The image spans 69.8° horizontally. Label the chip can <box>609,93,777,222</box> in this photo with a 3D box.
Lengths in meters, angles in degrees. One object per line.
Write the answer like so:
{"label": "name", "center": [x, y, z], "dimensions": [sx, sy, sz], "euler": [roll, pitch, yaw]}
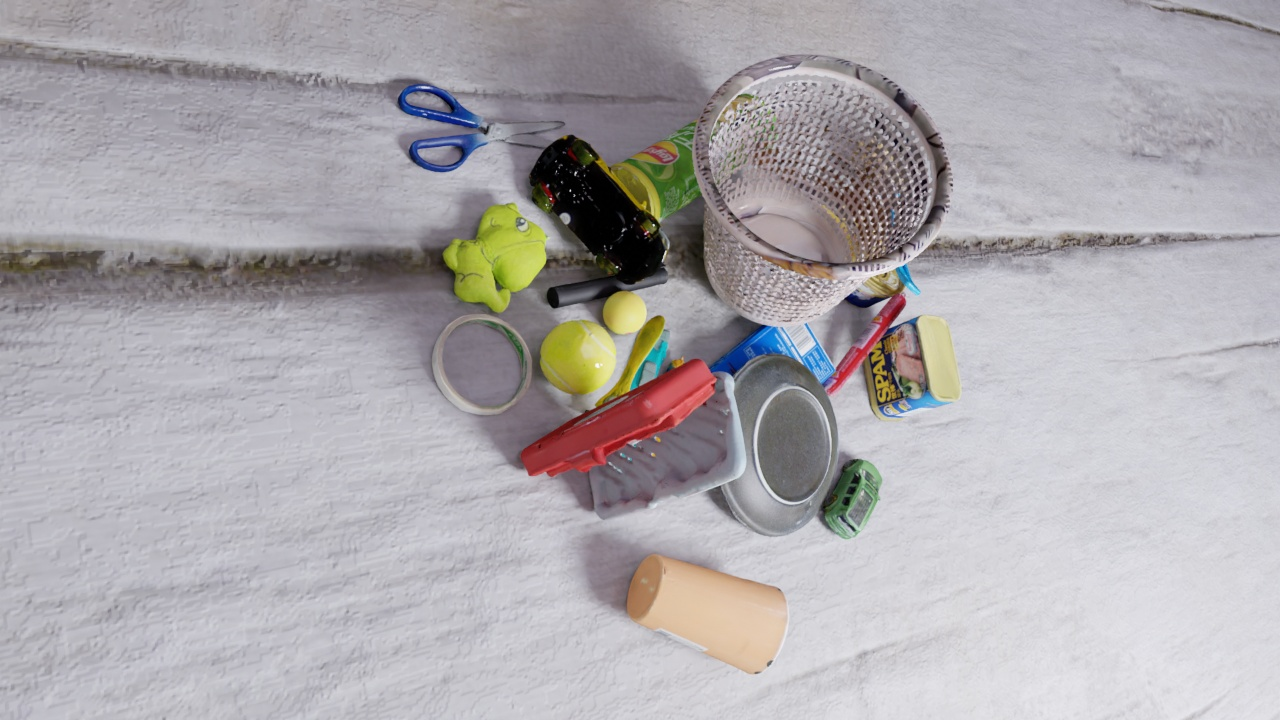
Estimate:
{"label": "chip can", "center": [0.054, -0.202, 0.925], "dimensions": [0.220, 0.073, 0.072], "euler": [-37, 95, -36]}

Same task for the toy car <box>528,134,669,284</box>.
{"label": "toy car", "center": [-0.037, -0.136, 0.839], "dimensions": [0.156, 0.071, 0.041], "euler": [47, 21, 3]}

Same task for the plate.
{"label": "plate", "center": [0.141, 0.081, 0.886], "dimensions": [0.179, 0.024, 0.179], "euler": [3, 85, -41]}

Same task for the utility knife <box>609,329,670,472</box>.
{"label": "utility knife", "center": [-0.001, 0.036, 0.842], "dimensions": [0.029, 0.013, 0.164], "euler": [26, 61, -17]}

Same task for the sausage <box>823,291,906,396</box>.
{"label": "sausage", "center": [0.242, -0.017, 0.991], "dimensions": [0.020, 0.020, 0.155], "euler": [44, 77, -13]}

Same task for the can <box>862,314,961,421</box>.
{"label": "can", "center": [0.295, 0.008, 1.002], "dimensions": [0.057, 0.083, 0.102], "euler": [3, 72, -33]}

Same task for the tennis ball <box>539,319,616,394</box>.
{"label": "tennis ball", "center": [-0.053, -0.003, 0.790], "dimensions": [0.065, 0.066, 0.065], "euler": [11, 68, -30]}

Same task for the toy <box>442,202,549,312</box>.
{"label": "toy", "center": [-0.122, -0.089, 0.797], "dimensions": [0.100, 0.031, 0.096], "euler": [-15, 82, -31]}

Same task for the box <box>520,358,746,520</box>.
{"label": "box", "center": [0.000, 0.074, 0.713], "dimensions": [0.095, 0.202, 0.098], "euler": [-32, 92, -38]}

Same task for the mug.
{"label": "mug", "center": [0.054, 0.213, 0.783], "dimensions": [0.122, 0.078, 0.078], "euler": [23, 62, -18]}

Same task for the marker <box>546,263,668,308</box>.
{"label": "marker", "center": [-0.028, -0.070, 0.857], "dimensions": [0.131, 0.022, 0.020], "euler": [-16, 45, -36]}

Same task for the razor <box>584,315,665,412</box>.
{"label": "razor", "center": [-0.005, 0.005, 0.834], "dimensions": [0.043, 0.028, 0.132], "euler": [21, 57, 11]}

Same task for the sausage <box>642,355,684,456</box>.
{"label": "sausage", "center": [0.017, 0.065, 0.839], "dimensions": [0.021, 0.022, 0.164], "euler": [30, 59, -21]}

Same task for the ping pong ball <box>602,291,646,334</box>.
{"label": "ping pong ball", "center": [-0.015, -0.044, 0.845], "dimensions": [0.040, 0.040, 0.040], "euler": [11, 68, -30]}

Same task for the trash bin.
{"label": "trash bin", "center": [0.148, -0.136, 0.864], "dimensions": [0.227, 0.192, 0.227], "euler": [2, 67, -5]}

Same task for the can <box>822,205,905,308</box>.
{"label": "can", "center": [0.229, -0.120, 1.024], "dimensions": [0.148, 0.049, 0.074], "euler": [38, 57, -17]}

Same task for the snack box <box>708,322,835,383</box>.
{"label": "snack box", "center": [0.127, 0.015, 0.924], "dimensions": [0.156, 0.026, 0.084], "euler": [-36, 96, -36]}

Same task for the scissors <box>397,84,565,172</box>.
{"label": "scissors", "center": [-0.143, -0.218, 0.841], "dimensions": [0.141, 0.012, 0.170], "euler": [51, 53, -9]}

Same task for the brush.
{"label": "brush", "center": [0.283, -0.166, 1.039], "dimensions": [0.083, 0.046, 0.254], "euler": [34, 40, -31]}

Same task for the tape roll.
{"label": "tape roll", "center": [-0.132, 0.003, 0.769], "dimensions": [0.085, 0.014, 0.085], "euler": [11, 67, -29]}

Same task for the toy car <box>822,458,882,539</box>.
{"label": "toy car", "center": [0.221, 0.140, 0.939], "dimensions": [0.043, 0.036, 0.091], "euler": [44, 52, -11]}
